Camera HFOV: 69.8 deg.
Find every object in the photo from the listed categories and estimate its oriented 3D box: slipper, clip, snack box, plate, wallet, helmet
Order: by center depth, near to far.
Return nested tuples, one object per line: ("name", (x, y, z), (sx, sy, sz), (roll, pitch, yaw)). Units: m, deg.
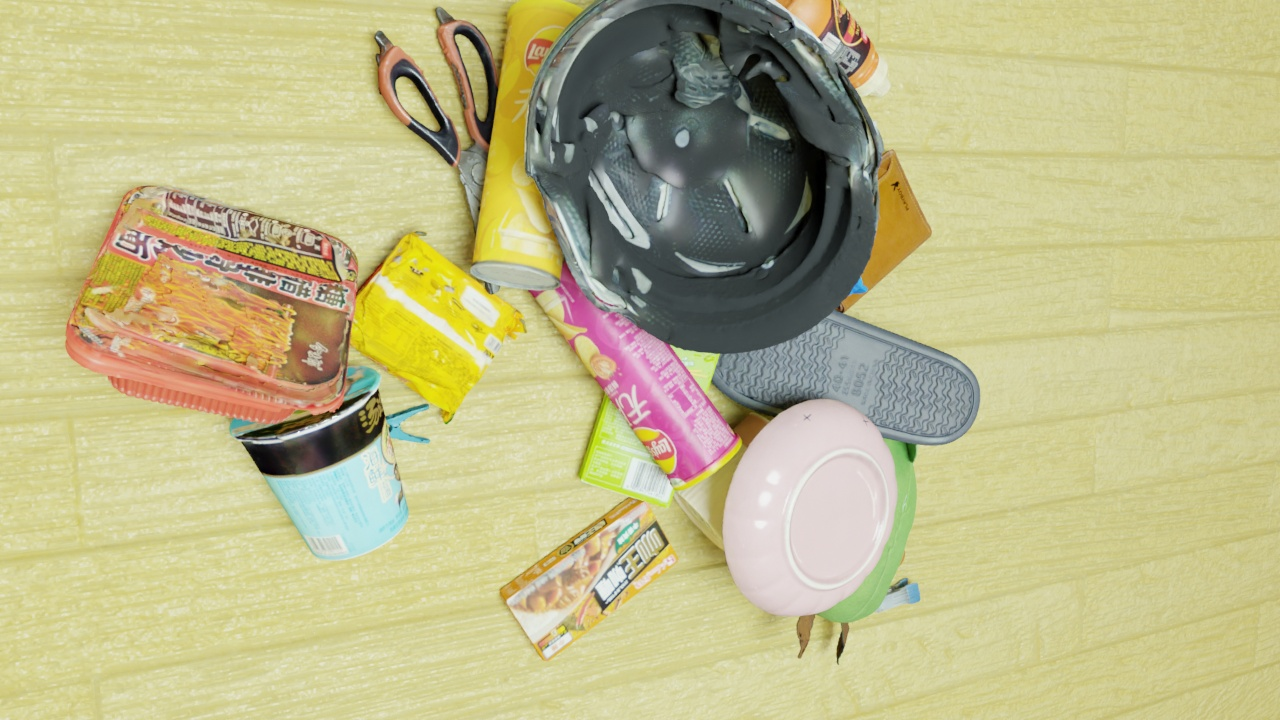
("helmet", (0.040, -0.151, 0.659), (0.230, 0.156, 0.274), (-29, 126, 16))
("clip", (-0.198, 0.054, 0.747), (0.054, 0.013, 0.033), (-4, 99, -23))
("plate", (0.156, 0.130, 0.780), (0.192, 0.039, 0.192), (-6, 101, -32))
("snack box", (0.008, 0.045, 0.817), (0.086, 0.026, 0.156), (17, 91, -7))
("snack box", (-0.044, 0.195, 0.831), (0.153, 0.026, 0.075), (-34, 111, -16))
("slipper", (0.178, 0.010, 0.863), (0.268, 0.083, 0.110), (17, 93, 1))
("wallet", (0.215, -0.131, 0.895), (0.130, 0.035, 0.119), (-40, 117, -14))
("clip", (0.271, 0.255, 0.987), (0.058, 0.042, 0.026), (-16, 106, -18))

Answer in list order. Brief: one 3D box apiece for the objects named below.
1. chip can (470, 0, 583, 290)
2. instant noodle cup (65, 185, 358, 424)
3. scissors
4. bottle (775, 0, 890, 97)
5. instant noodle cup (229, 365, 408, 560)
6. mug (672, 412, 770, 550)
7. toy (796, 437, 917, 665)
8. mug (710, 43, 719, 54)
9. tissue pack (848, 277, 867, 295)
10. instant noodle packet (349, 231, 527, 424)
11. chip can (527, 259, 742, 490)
("chip can", (-0.082, -0.165, 0.707), (0.072, 0.072, 0.213), (12, 80, -25))
("instant noodle cup", (-0.284, -0.028, 0.627), (0.164, 0.188, 0.079), (17, 127, -24))
("scissors", (-0.143, -0.160, 0.716), (0.206, 0.015, 0.201), (28, 72, -31))
("bottle", (0.178, -0.287, 0.838), (0.149, 0.067, 0.066), (27, 87, -32))
("instant noodle cup", (-0.230, 0.081, 0.693), (0.111, 0.111, 0.120), (-24, 116, -19))
("mug", (0.096, 0.113, 0.833), (0.105, 0.115, 0.081), (-41, 101, -11))
("toy", (0.210, 0.178, 0.906), (0.227, 0.090, 0.246), (34, 76, -47))
("mug", (0.078, -0.210, 0.779), (0.083, 0.103, 0.124), (-25, 107, -19))
("tissue pack", (0.125, -0.103, 0.822), (0.157, 0.095, 0.052), (31, 79, -25))
("instant noodle packet", (-0.167, -0.027, 0.732), (0.128, 0.044, 0.110), (41, 79, -26))
("chip can", (-0.005, 0.004, 0.765), (0.071, 0.071, 0.210), (-38, 95, -15))
